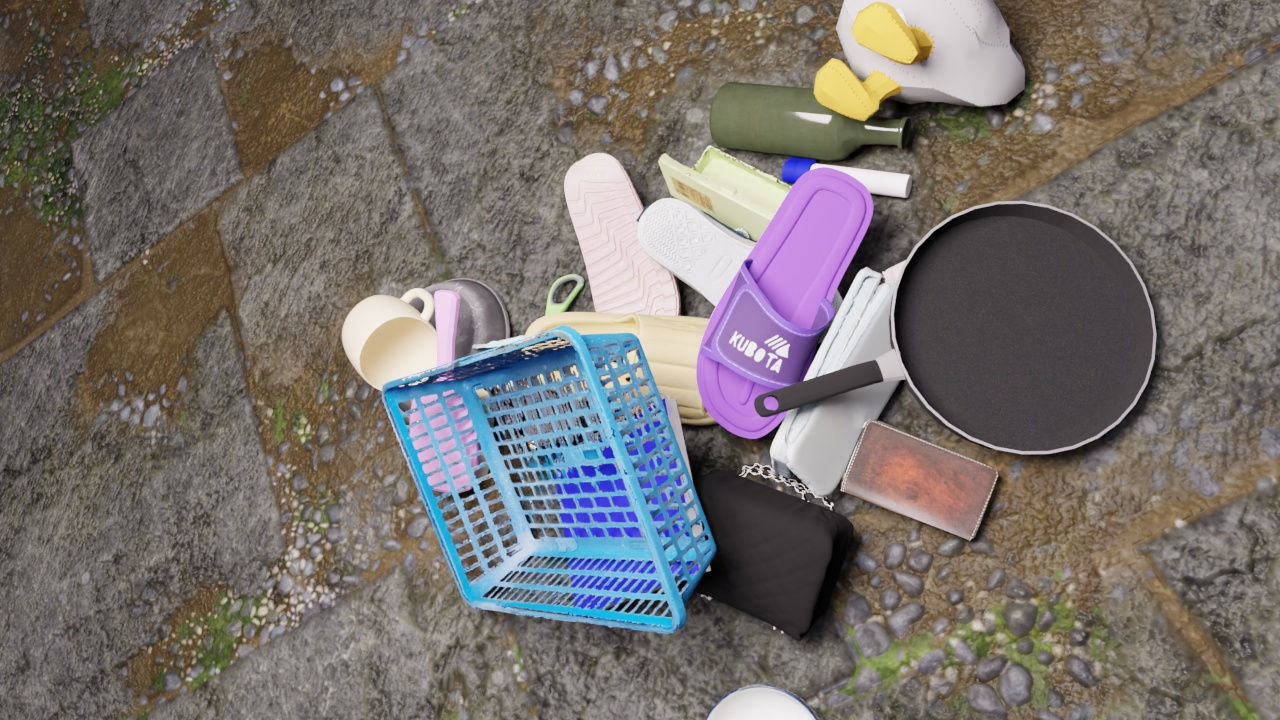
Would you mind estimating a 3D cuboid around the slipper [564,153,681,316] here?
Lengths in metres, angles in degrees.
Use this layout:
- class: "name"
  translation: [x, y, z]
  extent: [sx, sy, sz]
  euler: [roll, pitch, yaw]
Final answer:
- class: "slipper"
  translation: [-0.015, -0.115, 1.021]
  extent: [0.094, 0.064, 0.239]
  euler: [-22, 79, 14]

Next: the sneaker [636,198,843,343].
- class: "sneaker"
  translation: [0.098, -0.092, 0.944]
  extent: [0.235, 0.087, 0.089]
  euler: [33, 98, 2]

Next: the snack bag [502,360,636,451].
- class: "snack bag"
  translation: [-0.068, 0.047, 0.993]
  extent: [0.155, 0.018, 0.074]
  euler: [-19, 63, -2]

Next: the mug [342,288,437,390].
- class: "mug"
  translation: [-0.284, -0.034, 1.055]
  extent: [0.120, 0.096, 0.100]
  euler: [-52, 41, -1]

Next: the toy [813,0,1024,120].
- class: "toy"
  translation: [0.280, -0.343, 0.912]
  extent: [0.246, 0.141, 0.266]
  euler: [40, 57, 3]

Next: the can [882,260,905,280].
- class: "can"
  translation: [0.285, -0.092, 0.890]
  extent: [0.095, 0.032, 0.032]
  euler: [-26, 65, 16]

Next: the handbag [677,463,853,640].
- class: "handbag"
  translation: [0.116, 0.178, 0.869]
  extent: [0.154, 0.114, 0.125]
  euler: [17, 105, 25]

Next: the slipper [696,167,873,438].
- class: "slipper"
  translation: [0.133, -0.054, 0.851]
  extent: [0.107, 0.084, 0.266]
  euler: [26, 95, 2]

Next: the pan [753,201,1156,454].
- class: "pan"
  translation: [0.268, -0.010, 0.803]
  extent: [0.356, 0.034, 0.225]
  euler: [-17, 78, -2]

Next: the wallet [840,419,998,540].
- class: "wallet"
  translation: [0.250, 0.107, 0.827]
  extent: [0.123, 0.019, 0.072]
  euler: [22, 87, 10]

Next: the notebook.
- class: "notebook"
  translation: [-0.017, 0.146, 0.903]
  extent: [0.210, 0.022, 0.171]
  euler: [-35, 59, 47]

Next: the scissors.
- class: "scissors"
  translation: [-0.102, -0.026, 1.036]
  extent: [0.160, 0.025, 0.171]
  euler: [26, 71, 14]

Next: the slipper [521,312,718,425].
- class: "slipper"
  translation: [-0.006, 0.005, 0.939]
  extent: [0.262, 0.079, 0.111]
  euler: [7, 95, 14]

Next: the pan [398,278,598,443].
- class: "pan"
  translation: [-0.176, 0.017, 1.068]
  extent: [0.357, 0.055, 0.187]
  euler: [26, 86, 33]

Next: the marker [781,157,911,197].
- class: "marker"
  translation: [0.215, -0.192, 0.960]
  extent: [0.133, 0.023, 0.027]
  euler: [14, 59, 28]

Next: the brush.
- class: "brush"
  translation: [-0.210, 0.034, 1.022]
  extent: [0.089, 0.043, 0.229]
  euler: [9, 103, 22]

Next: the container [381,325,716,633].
- class: "container"
  translation: [-0.090, 0.105, 0.853]
  extent: [0.363, 0.089, 0.257]
  euler: [-13, 99, 51]

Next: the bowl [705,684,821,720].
- class: "bowl"
  translation: [0.117, 0.348, 0.812]
  extent: [0.118, 0.062, 0.118]
  euler: [-8, 70, 23]

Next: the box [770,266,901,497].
- class: "box"
  translation: [0.176, 0.013, 0.862]
  extent: [0.083, 0.122, 0.215]
  euler: [19, 69, 52]

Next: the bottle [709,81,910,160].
- class: "bottle"
  translation: [0.178, -0.250, 0.968]
  extent: [0.207, 0.071, 0.071]
  euler: [14, 80, 28]

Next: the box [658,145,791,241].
- class: "box"
  translation: [0.120, -0.176, 0.976]
  extent: [0.188, 0.091, 0.083]
  euler: [35, 73, 26]
